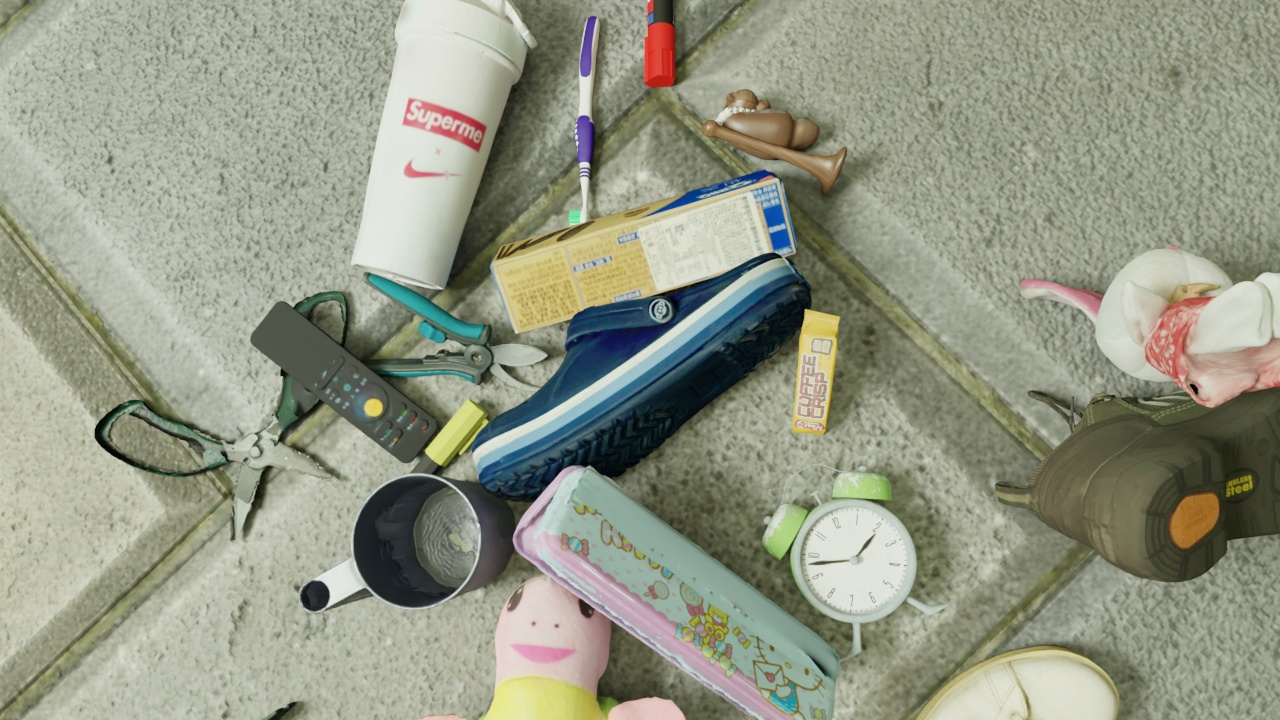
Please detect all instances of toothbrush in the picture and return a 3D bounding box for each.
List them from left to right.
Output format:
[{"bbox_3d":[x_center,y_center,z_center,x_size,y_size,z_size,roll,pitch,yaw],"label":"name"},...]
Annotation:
[{"bbox_3d":[-0.042,-0.173,0.694,0.016,0.015,0.186,0,81,11],"label":"toothbrush"}]

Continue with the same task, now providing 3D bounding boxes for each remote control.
[{"bbox_3d":[-0.216,0.016,0.673,0.152,0.020,0.041,38,88,4],"label":"remote control"}]

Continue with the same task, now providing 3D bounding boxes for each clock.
[{"bbox_3d":[0.137,0.126,0.614,0.094,0.042,0.119,-27,80,1],"label":"clock"}]

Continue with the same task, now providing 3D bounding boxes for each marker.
[{"bbox_3d":[-0.156,0.082,0.668,0.021,0.017,0.124,40,89,-22],"label":"marker"},{"bbox_3d":[0.014,-0.281,0.701,0.024,0.021,0.145,-5,80,29],"label":"marker"}]

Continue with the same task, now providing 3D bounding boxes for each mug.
[{"bbox_3d":[-0.151,0.129,0.616,0.124,0.104,0.084,-30,80,2],"label":"mug"}]

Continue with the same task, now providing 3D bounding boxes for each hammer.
[{"bbox_3d":[-0.149,0.319,0.625,0.319,0.032,0.130,6,82,7],"label":"hammer"}]

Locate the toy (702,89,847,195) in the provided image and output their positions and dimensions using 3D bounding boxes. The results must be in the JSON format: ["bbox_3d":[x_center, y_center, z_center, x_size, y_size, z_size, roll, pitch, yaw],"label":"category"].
[{"bbox_3d":[0.096,-0.161,0.662,0.102,0.042,0.054,19,45,0],"label":"toy"}]

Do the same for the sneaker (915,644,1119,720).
[{"bbox_3d":[0.197,0.270,0.554,0.241,0.102,0.089,-45,79,-1],"label":"sneaker"}]

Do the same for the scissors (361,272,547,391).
[{"bbox_3d":[-0.149,-0.009,0.670,0.125,0.019,0.156,-38,105,25],"label":"scissors"}]

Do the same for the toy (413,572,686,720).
[{"bbox_3d":[-0.059,0.252,0.578,0.190,0.088,0.237,-11,65,10],"label":"toy"}]

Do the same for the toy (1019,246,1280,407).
[{"bbox_3d":[0.321,-0.025,0.544,0.159,0.194,0.084,7,99,11],"label":"toy"}]

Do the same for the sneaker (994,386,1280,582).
[{"bbox_3d":[0.325,0.062,0.583,0.237,0.143,0.101,-18,102,-28],"label":"sneaker"}]

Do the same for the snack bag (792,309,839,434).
[{"bbox_3d":[0.118,0.012,0.619,0.026,0.020,0.099,8,124,12],"label":"snack bag"}]

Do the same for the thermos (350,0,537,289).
[{"bbox_3d":[-0.145,-0.165,0.670,0.099,0.099,0.220,14,88,8],"label":"thermos"}]

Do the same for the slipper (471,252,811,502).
[{"bbox_3d":[-0.004,0.004,0.623,0.253,0.105,0.095,-33,69,0],"label":"slipper"}]

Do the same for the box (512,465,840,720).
[{"bbox_3d":[0.020,0.159,0.556,0.214,0.092,0.089,37,113,-9],"label":"box"}]

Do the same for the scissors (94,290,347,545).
[{"bbox_3d":[-0.310,0.032,0.696,0.202,0.015,0.201,13,81,8],"label":"scissors"}]

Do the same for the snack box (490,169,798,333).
[{"bbox_3d":[0.002,-0.078,0.647,0.207,0.057,0.056,-16,107,4],"label":"snack box"}]
